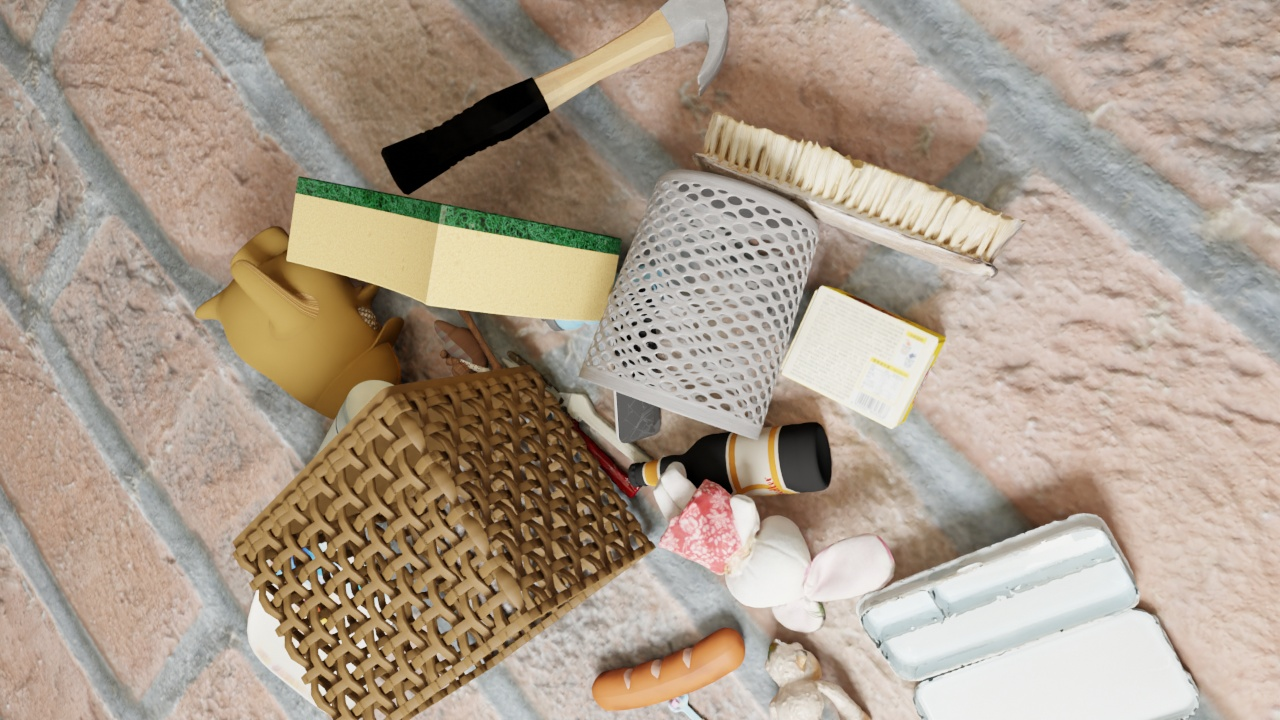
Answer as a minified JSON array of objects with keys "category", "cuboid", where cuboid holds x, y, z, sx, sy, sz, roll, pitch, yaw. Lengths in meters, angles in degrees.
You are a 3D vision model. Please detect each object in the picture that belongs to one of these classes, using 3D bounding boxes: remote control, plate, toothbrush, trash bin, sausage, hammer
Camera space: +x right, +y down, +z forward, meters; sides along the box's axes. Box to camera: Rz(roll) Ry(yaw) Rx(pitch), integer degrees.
[{"category":"remote control","cuboid":[-0.005,0.005,0.838,0.008,0.045,0.147,30,128,56]},{"category":"plate","cuboid":[-0.363,0.294,1.047,0.187,0.016,0.187,27,103,21]},{"category":"toothbrush","cuboid":[0.087,0.366,0.848,0.155,0.016,0.022,40,69,18]},{"category":"trash bin","cuboid":[0.053,-0.047,0.759,0.156,0.156,0.183,19,89,22]},{"category":"sausage","cuboid":[0.026,0.294,0.859,0.165,0.039,0.044,-27,78,23]},{"category":"hammer","cuboid":[-0.074,-0.242,0.811,0.328,0.039,0.131,-28,76,-1]}]

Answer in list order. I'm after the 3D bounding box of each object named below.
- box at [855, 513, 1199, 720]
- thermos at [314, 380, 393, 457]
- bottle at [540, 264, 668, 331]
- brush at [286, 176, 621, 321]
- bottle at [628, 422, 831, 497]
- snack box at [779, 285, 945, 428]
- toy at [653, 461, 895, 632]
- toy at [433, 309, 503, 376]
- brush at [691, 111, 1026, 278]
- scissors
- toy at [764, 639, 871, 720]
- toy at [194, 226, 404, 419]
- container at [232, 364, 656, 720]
[{"category":"box","cuboid":[0.303,0.231,0.732,0.210,0.061,0.192,-31,99,23]},{"category":"thermos","cuboid":[-0.298,0.105,0.936,0.068,0.067,0.231,55,134,12]},{"category":"bottle","cuboid":[-0.039,-0.057,0.871,0.130,0.040,0.040,-14,87,24]},{"category":"brush","cuboid":[-0.165,-0.098,0.812,0.250,0.194,0.075,17,99,40]},{"category":"bottle","cuboid":[0.074,0.094,0.817,0.182,0.059,0.059,-9,89,24]},{"category":"snack box","cuboid":[0.184,-0.004,0.761,0.106,0.061,0.084,28,104,21]},{"category":"toy","cuboid":[0.094,0.158,0.766,0.194,0.084,0.159,31,138,4]},{"category":"toy","cuboid":[-0.182,-0.020,0.938,0.055,0.041,0.102,-33,83,13]},{"category":"brush","cuboid":[0.169,-0.137,0.751,0.271,0.083,0.057,26,102,22]},{"category":"scissors","cuboid":[-0.067,0.062,0.904,0.188,0.015,0.146,5,95,26]},{"category":"toy","cuboid":[0.138,0.294,0.802,0.085,0.074,0.106,-34,75,35]},{"category":"toy","cuboid":[-0.329,-0.028,0.953,0.162,0.199,0.203,-43,89,-9]},{"category":"container","cuboid":[-0.176,0.169,0.837,0.252,0.219,0.214,-41,76,25]}]
